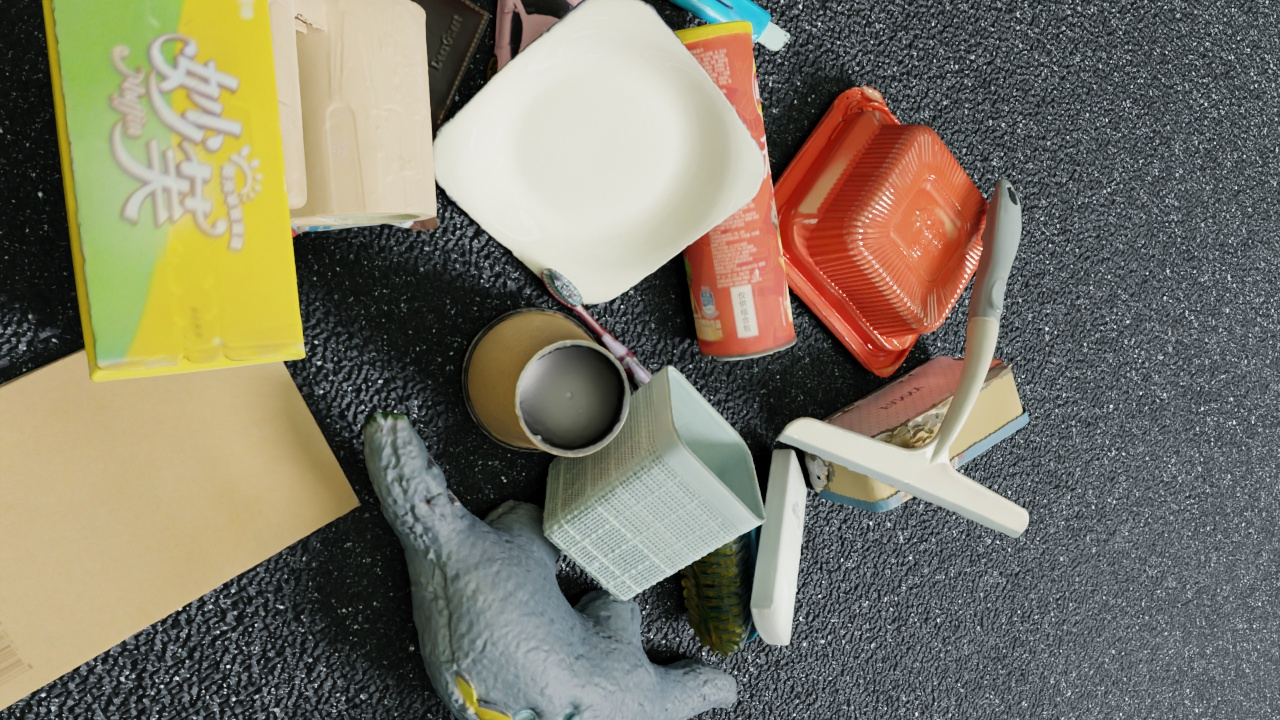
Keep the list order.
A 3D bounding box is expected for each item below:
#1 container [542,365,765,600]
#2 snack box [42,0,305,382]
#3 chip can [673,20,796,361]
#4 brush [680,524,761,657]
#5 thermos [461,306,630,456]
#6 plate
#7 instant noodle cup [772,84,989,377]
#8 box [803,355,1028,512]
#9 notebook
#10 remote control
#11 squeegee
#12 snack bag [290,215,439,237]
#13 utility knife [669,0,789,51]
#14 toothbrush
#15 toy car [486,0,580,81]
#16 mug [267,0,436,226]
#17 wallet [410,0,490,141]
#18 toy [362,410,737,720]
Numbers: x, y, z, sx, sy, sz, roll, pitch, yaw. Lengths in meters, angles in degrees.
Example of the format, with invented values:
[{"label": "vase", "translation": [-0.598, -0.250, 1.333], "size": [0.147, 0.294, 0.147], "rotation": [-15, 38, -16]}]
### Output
[{"label": "container", "translation": [0.004, 0.081, 0.577], "size": [0.112, 0.089, 0.090], "rotation": [-37, 114, 17]}, {"label": "snack box", "translation": [-0.201, -0.076, 0.387], "size": [0.070, 0.210, 0.157], "rotation": [-7, 95, -28]}, {"label": "chip can", "translation": [0.056, -0.111, 0.616], "size": [0.073, 0.073, 0.217], "rotation": [-18, 104, -27]}, {"label": "brush", "translation": [0.064, 0.136, 0.665], "size": [0.073, 0.055, 0.144], "rotation": [-23, 108, -50]}, {"label": "thermos", "translation": [-0.053, 0.015, 0.537], "size": [0.093, 0.143, 0.093], "rotation": [-1, 94, -17]}, {"label": "plate", "translation": [-0.025, -0.123, 0.556], "size": [0.164, 0.034, 0.163], "rotation": [-34, 126, 18]}, {"label": "instant noodle cup", "translation": [0.189, -0.098, 0.690], "size": [0.189, 0.079, 0.164], "rotation": [41, 74, -25]}, {"label": "box", "translation": [0.218, 0.050, 0.719], "size": [0.184, 0.090, 0.059], "rotation": [-23, 103, -22]}, {"label": "notebook", "translation": [-0.277, 0.070, 0.484], "size": [0.211, 0.012, 0.149], "rotation": [-30, 111, -23]}, {"label": "remote control", "translation": [0.100, 0.132, 0.656], "size": [0.056, 0.019, 0.134], "rotation": [65, 31, -44]}, {"label": "squeegee", "translation": [0.238, -0.018, 0.654], "size": [0.246, 0.039, 0.246], "rotation": [23, 82, -27]}, {"label": "snack bag", "translation": [-0.168, -0.090, 0.518], "size": [0.105, 0.026, 0.045], "rotation": [-13, 99, -30]}, {"label": "utility knife", "translation": [0.039, -0.251, 0.620], "size": [0.166, 0.018, 0.034], "rotation": [18, 88, -32]}, {"label": "toothbrush", "translation": [-0.004, 0.004, 0.621], "size": [0.016, 0.017, 0.187], "rotation": [-50, 121, -12]}, {"label": "toy car", "translation": [-0.061, -0.206, 0.559], "size": [0.056, 0.037, 0.122], "rotation": [4, 93, -32]}, {"label": "mug", "translation": [-0.149, -0.121, 0.444], "size": [0.084, 0.124, 0.103], "rotation": [-3, 95, 7]}, {"label": "wallet", "translation": [-0.155, -0.189, 0.518], "size": [0.122, 0.020, 0.096], "rotation": [28, 82, -32]}, {"label": "toy", "translation": [-0.063, 0.173, 0.575], "size": [0.356, 0.092, 0.137], "rotation": [48, 58, -29]}]
